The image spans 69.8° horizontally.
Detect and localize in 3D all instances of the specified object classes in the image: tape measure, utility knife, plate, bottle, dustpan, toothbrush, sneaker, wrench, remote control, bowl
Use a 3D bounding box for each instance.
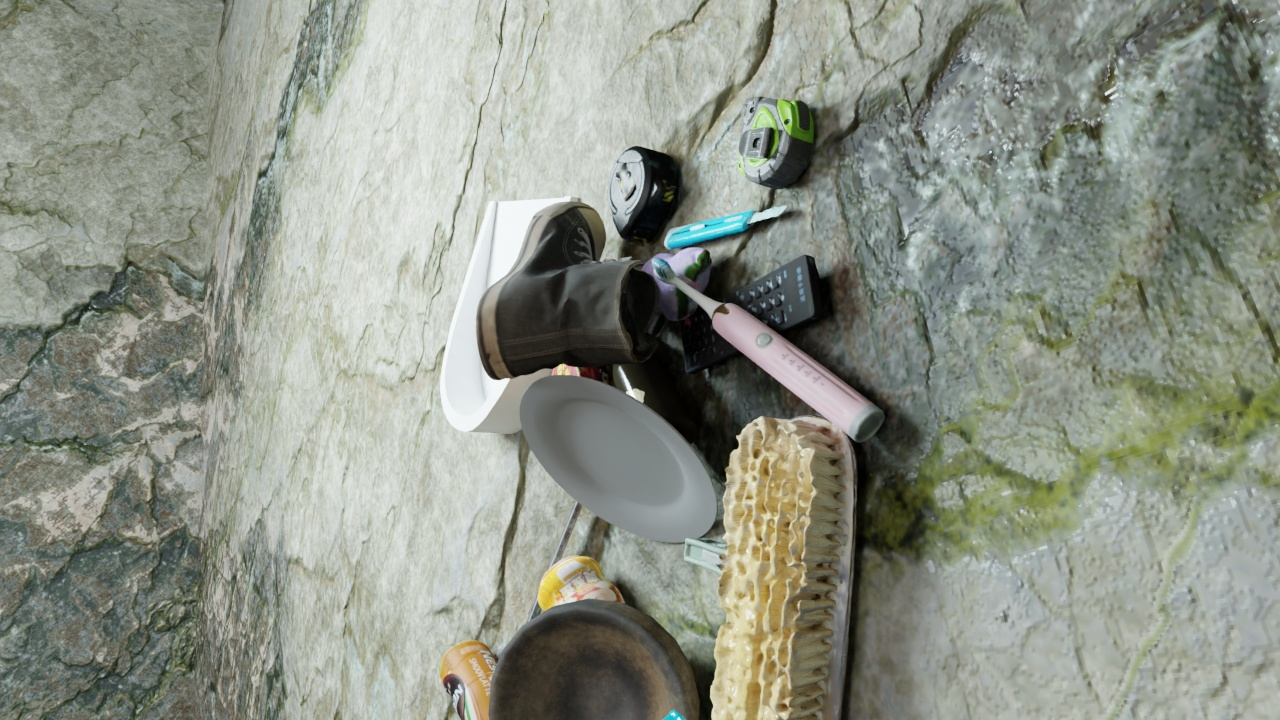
[{"bbox_3d":[0.095,-0.160,0.668,0.059,0.035,0.065,15,97,54],"label":"tape measure"},{"bbox_3d":[0.066,-0.107,0.722,0.141,0.015,0.022,-7,48,53],"label":"utility knife"},{"bbox_3d":[-0.018,0.077,0.717,0.179,0.178,0.012,-25,21,51],"label":"plate"},{"bbox_3d":[-0.150,0.353,0.921,0.167,0.059,0.059,39,116,50],"label":"bottle"},{"bbox_3d":[0.001,-0.148,0.798,0.072,0.042,0.072,-57,40,38],"label":"tape measure"},{"bbox_3d":[-0.156,-0.050,0.996,0.192,0.053,0.258,12,95,55],"label":"dustpan"},{"bbox_3d":[0.078,-0.016,0.642,0.222,0.027,0.026,41,162,37],"label":"toothbrush"},{"bbox_3d":[-0.039,-0.067,0.750,0.234,0.120,0.095,-65,-31,-61],"label":"sneaker"},{"bbox_3d":[-0.040,0.221,0.784,0.109,0.063,0.063,48,124,29],"label":"bottle"},{"bbox_3d":[-0.005,0.005,0.780,0.045,0.045,0.184,-62,34,29],"label":"bottle"},{"bbox_3d":[-0.065,0.152,0.846,0.070,0.010,0.274,-75,7,-70],"label":"wrench"},{"bbox_3d":[0.082,-0.030,0.683,0.151,0.022,0.047,-26,65,53],"label":"remote control"},{"bbox_3d":[-0.030,0.263,0.706,0.162,0.070,0.162,-2,85,18],"label":"bowl"}]

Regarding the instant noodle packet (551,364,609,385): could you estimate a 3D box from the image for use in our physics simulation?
[{"bbox_3d":[-0.060,0.031,0.833,0.136,0.039,0.098,112,156,-52],"label":"instant noodle packet"}]

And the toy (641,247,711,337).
[{"bbox_3d":[0.024,-0.054,0.749,0.100,0.036,0.080,12,83,67],"label":"toy"}]

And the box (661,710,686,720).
[{"bbox_3d":[0.076,0.344,0.541,0.182,0.039,0.227,24,131,53],"label":"box"}]

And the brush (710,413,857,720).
[{"bbox_3d":[0.092,0.170,0.604,0.083,0.056,0.271,4,89,55],"label":"brush"}]

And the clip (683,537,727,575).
[{"bbox_3d":[0.061,0.146,0.680,0.075,0.037,0.023,-1,86,60],"label":"clip"}]
